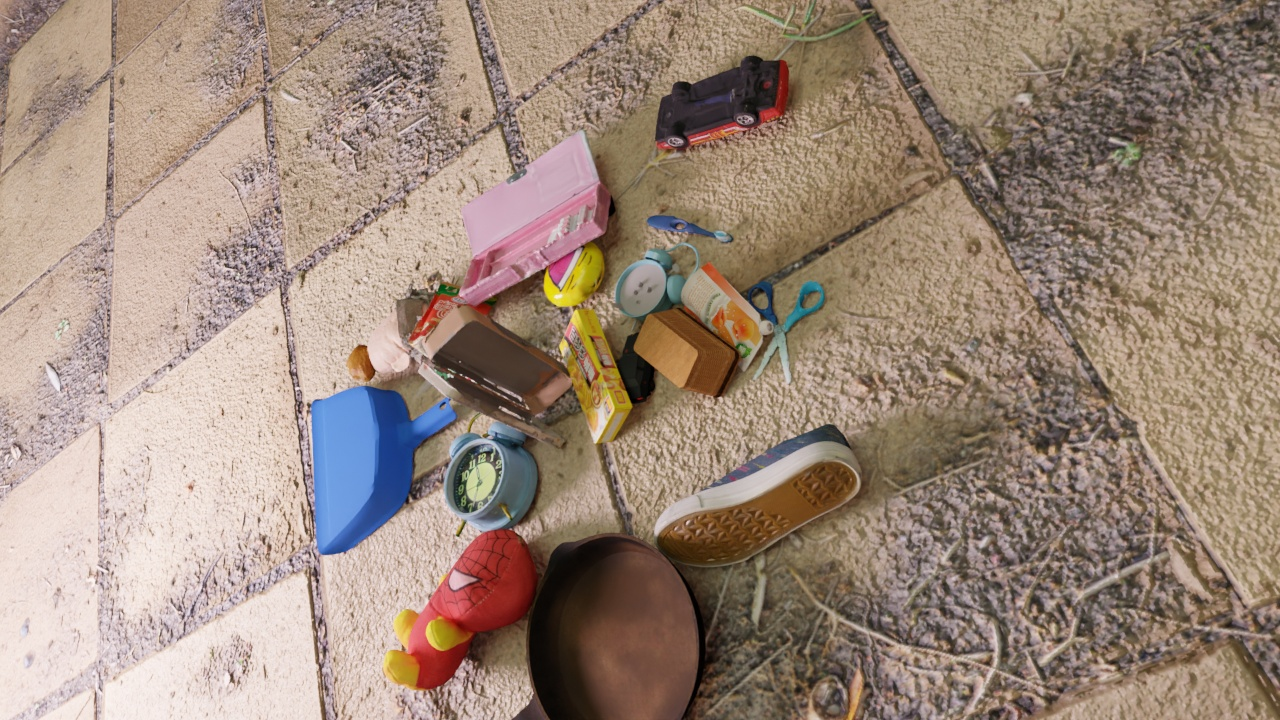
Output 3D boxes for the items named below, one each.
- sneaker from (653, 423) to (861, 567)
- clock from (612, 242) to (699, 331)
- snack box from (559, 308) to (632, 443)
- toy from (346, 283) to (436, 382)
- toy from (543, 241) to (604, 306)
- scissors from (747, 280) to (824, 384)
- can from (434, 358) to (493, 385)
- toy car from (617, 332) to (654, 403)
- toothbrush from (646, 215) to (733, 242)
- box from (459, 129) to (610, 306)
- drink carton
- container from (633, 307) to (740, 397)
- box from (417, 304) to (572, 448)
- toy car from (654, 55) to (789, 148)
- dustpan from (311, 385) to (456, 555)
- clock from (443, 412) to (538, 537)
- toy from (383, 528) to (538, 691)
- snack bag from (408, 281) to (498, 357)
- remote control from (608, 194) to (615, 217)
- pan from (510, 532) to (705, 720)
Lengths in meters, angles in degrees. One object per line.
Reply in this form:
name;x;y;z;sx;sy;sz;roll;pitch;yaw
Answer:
sneaker;0.120;0.139;0.949;0.236;0.087;0.079;-29;23;24
clock;0.020;-0.096;1.116;0.123;0.042;0.087;-40;55;16
snack box;-0.056;0.018;1.107;0.075;0.025;0.152;-61;42;45
toy;-0.342;-0.026;1.303;0.176;0.076;0.132;-30;41;14
toy;-0.087;-0.113;1.193;0.094;0.041;0.095;23;81;42
scissors;0.148;-0.036;1.029;0.110;0.015;0.132;27;93;36
can;-0.227;0.009;1.228;0.101;0.053;0.053;-8;67;31
toy car;-0.006;0.006;1.096;0.042;0.036;0.091;-5;69;32
toothbrush;0.058;-0.164;1.134;0.132;0.016;0.021;19;80;36
box;-0.145;-0.185;1.238;0.233;0.059;0.179;-25;53;27
drink carton;0.099;-0.050;1.049;0.122;0.038;0.069;50;128;33
container;0.048;-0.011;1.040;0.114;0.061;0.063;40;116;37
box;-0.158;0.017;1.079;0.094;0.216;0.107;21;82;36
toy car;0.098;-0.317;1.145;0.190;0.056;0.081;-5;67;39
dustpan;-0.355;0.111;1.269;0.258;0.059;0.245;-32;57;30
clock;-0.190;0.138;1.150;0.118;0.060;0.161;-24;56;25
toy;-0.203;0.287;1.072;0.216;0.099;0.147;-44;24;10
snack bag;-0.251;-0.065;1.255;0.087;0.044;0.154;14;46;10
remote control;-0.086;-0.183;1.239;0.125;0.010;0.039;-27;59;22
pan;-0.066;0.344;0.992;0.357;0.043;0.248;-46;55;18
